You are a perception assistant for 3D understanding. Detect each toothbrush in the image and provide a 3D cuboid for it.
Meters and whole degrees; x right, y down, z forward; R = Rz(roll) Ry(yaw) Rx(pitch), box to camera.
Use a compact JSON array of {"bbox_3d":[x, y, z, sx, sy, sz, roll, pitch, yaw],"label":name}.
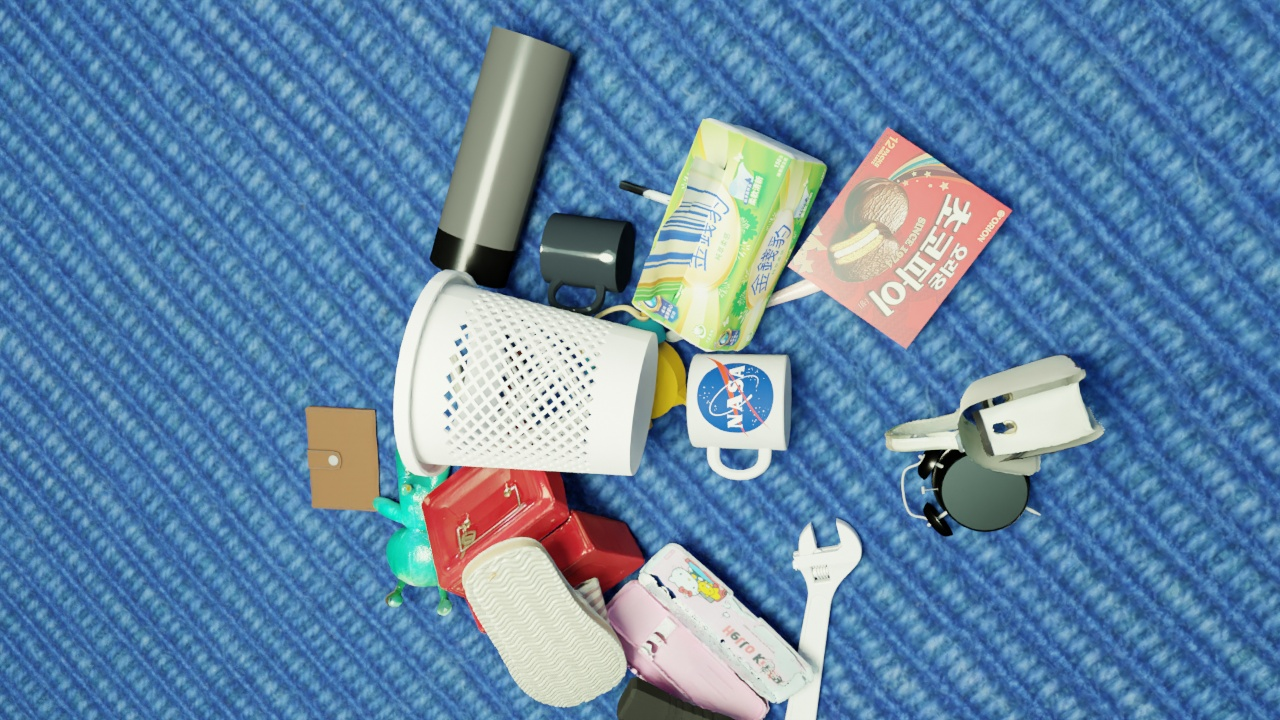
[{"bbox_3d":[0.108,-0.052,0.911,0.181,0.018,0.015,-20,90,16],"label":"toothbrush"}]

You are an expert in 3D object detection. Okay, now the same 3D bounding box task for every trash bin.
[{"bbox_3d":[-0.094,0.026,0.853,0.200,0.195,0.195,8,101,8],"label":"trash bin"}]

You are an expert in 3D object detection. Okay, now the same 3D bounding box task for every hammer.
[{"bbox_3d":[0.133,0.399,0.924,0.328,0.039,0.131,24,108,-7],"label":"hammer"}]

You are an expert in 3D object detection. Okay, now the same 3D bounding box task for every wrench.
[{"bbox_3d":[0.179,0.292,0.950,0.066,0.018,0.273,9,102,12],"label":"wrench"}]

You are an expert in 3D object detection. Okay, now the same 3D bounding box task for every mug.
[{"bbox_3d":[-0.056,-0.092,0.909,0.077,0.071,0.105,9,69,12],"label":"mug"},{"bbox_3d":[0.097,0.055,0.888,0.090,0.091,0.121,1,82,14],"label":"mug"}]

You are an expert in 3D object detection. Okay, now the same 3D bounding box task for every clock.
[{"bbox_3d":[0.311,0.121,0.874,0.121,0.042,0.091,-7,97,15],"label":"clock"},{"bbox_3d":[-0.006,0.005,0.930,0.099,0.043,0.129,-30,99,32],"label":"clock"}]

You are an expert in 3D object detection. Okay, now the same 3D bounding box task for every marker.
[{"bbox_3d":[0.049,-0.152,0.913,0.152,0.011,0.011,20,103,11],"label":"marker"}]

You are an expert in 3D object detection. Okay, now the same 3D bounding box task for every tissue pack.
[{"bbox_3d":[0.061,-0.112,0.824,0.120,0.141,0.198,27,109,32],"label":"tissue pack"}]

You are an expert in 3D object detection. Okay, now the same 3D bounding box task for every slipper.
[{"bbox_3d":[-0.088,0.246,0.877,0.115,0.052,0.263,-29,132,-4],"label":"slipper"}]

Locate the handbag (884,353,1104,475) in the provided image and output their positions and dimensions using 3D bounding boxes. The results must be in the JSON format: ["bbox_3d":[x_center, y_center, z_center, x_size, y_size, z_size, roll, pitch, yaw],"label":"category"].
[{"bbox_3d":[0.306,0.059,0.811,0.176,0.151,0.074,-18,90,21],"label":"handbag"}]

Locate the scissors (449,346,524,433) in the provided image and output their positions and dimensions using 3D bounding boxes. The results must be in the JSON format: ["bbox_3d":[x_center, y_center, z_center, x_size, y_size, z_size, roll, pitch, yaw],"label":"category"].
[{"bbox_3d":[-0.167,0.067,0.993,0.185,0.015,0.179,-44,87,9],"label":"scissors"}]

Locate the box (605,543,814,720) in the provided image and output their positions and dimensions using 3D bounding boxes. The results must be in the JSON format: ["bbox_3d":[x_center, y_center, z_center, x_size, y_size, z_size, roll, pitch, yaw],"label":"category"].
[{"bbox_3d":[0.064,0.297,0.961,0.201,0.066,0.154,43,101,4],"label":"box"}]

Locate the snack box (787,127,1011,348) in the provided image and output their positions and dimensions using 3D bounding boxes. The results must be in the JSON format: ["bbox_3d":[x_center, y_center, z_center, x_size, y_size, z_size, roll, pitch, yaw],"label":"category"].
[{"bbox_3d":[0.237,-0.112,0.852,0.132,0.035,0.152,36,101,6],"label":"snack box"}]

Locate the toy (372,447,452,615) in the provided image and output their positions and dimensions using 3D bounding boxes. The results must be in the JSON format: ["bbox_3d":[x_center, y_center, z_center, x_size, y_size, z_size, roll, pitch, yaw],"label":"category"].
[{"bbox_3d":[-0.244,0.181,1.015,0.131,0.072,0.193,0,90,15],"label":"toy"}]

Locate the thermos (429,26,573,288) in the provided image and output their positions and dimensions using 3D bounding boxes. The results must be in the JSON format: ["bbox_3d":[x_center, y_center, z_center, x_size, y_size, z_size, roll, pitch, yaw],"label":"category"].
[{"bbox_3d":[-0.141,-0.199,0.917,0.082,0.082,0.241,21,103,10],"label":"thermos"}]

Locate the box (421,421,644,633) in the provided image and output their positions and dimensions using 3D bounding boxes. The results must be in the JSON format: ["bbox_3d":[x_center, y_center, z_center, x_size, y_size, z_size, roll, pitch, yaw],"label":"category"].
[{"bbox_3d":[-0.108,0.192,0.958,0.157,0.156,0.170,-37,131,13],"label":"box"}]

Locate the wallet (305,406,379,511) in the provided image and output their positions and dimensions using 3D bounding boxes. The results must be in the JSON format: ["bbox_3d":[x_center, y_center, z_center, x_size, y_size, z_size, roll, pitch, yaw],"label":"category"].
[{"bbox_3d":[-0.342,0.114,1.054,0.087,0.013,0.121,1,99,12],"label":"wallet"}]
